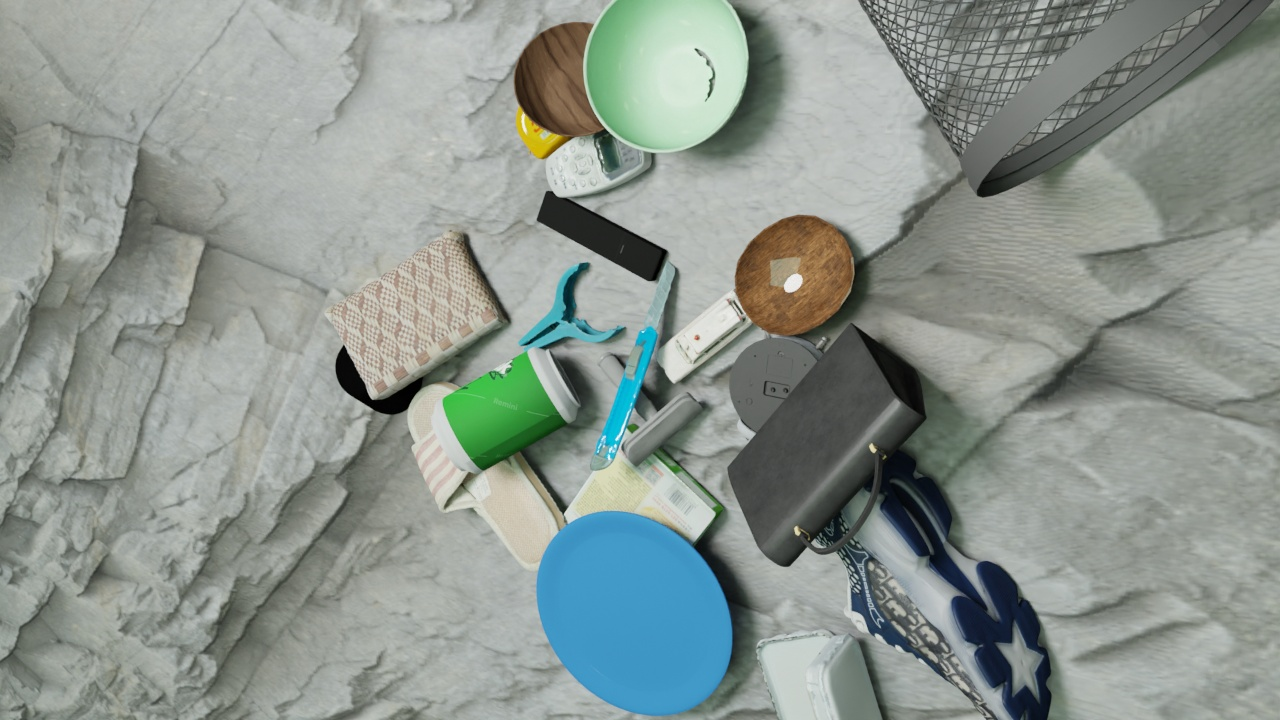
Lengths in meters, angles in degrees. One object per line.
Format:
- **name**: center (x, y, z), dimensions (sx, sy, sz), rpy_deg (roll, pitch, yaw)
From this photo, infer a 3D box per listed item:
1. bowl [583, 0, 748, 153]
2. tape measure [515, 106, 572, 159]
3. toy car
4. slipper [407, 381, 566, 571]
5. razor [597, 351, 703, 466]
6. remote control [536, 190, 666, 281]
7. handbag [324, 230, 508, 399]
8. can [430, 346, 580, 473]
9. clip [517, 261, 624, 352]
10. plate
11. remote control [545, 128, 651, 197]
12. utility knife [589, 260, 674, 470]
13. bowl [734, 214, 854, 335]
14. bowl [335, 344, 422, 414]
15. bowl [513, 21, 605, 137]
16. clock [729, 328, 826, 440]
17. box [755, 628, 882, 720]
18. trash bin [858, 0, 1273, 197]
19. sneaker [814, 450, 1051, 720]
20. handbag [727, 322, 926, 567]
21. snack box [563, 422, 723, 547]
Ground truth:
- **bowl**: center (0.030, -0.261, 0.830), dimensions (0.151, 0.077, 0.151), rpy_deg (2, 97, 18)
- **tape measure**: center (-0.097, -0.244, 0.936), dimensions (0.068, 0.030, 0.059), rpy_deg (-37, 82, 22)
- **toy car**: center (0.059, -0.021, 0.887), dimensions (0.113, 0.039, 0.039), rpy_deg (-39, 80, 28)
- **slipper**: center (-0.184, 0.131, 1.031), dimensions (0.263, 0.052, 0.115), rpy_deg (45, 116, 22)
- **razor**: center (-0.006, 0.036, 0.928), dimensions (0.088, 0.047, 0.116), rpy_deg (-41, 61, 1)
- **remote control**: center (-0.042, -0.128, 0.937), dimensions (0.150, 0.013, 0.034), rpy_deg (30, 112, 22)
- **handbag**: center (-0.251, -0.051, 1.032), dimensions (0.186, 0.047, 0.124), rpy_deg (-30, 83, 11)
- **can**: center (-0.139, 0.052, 0.956), dimensions (0.140, 0.088, 0.088), rpy_deg (-29, 84, 1)
- **clip**: center (-0.064, -0.039, 0.961), dimensions (0.120, 0.033, 0.122), rpy_deg (30, 112, 17)
- **plate**: center (-0.007, 0.259, 0.951), dimensions (0.225, 0.024, 0.224), rpy_deg (6, 105, 25)
- **remote control**: center (-0.044, -0.199, 0.916), dimensions (0.115, 0.028, 0.060), rpy_deg (-14, 93, 30)
- **utility knife**: center (-0.005, 0.005, 0.899), dimensions (0.031, 0.015, 0.220), rpy_deg (14, 81, 41)
- **bowl**: center (0.143, -0.077, 0.837), dimensions (0.114, 0.026, 0.102), rpy_deg (-34, 77, 27)
- **bowl**: center (-0.325, 0.009, 1.095), dimensions (0.124, 0.052, 0.124), rpy_deg (6, 102, 28)
- **bowl**: center (-0.062, -0.267, 0.894), dimensions (0.119, 0.032, 0.119), rpy_deg (-1, 79, 3)
- **clock**: center (0.132, 0.035, 0.860), dimensions (0.095, 0.035, 0.123), rpy_deg (12, 105, 27)
- **box**: center (0.174, 0.370, 0.859), dimensions (0.129, 0.104, 0.210), rpy_deg (-22, 88, 33)
- **trash bin**: center (0.264, -0.271, 0.634), dimensions (0.218, 0.217, 0.227), rpy_deg (-38, 77, 29)
- **sneaker**: center (0.242, 0.217, 0.812), dimensions (0.269, 0.103, 0.133), rpy_deg (56, 133, 9)
- **handbag**: center (0.154, 0.086, 0.734), dimensions (0.072, 0.195, 0.176), rpy_deg (35, 108, -9)
- **snack box**: center (-0.008, 0.170, 0.966), dimensions (0.132, 0.027, 0.168), rpy_deg (42, 116, 17)
